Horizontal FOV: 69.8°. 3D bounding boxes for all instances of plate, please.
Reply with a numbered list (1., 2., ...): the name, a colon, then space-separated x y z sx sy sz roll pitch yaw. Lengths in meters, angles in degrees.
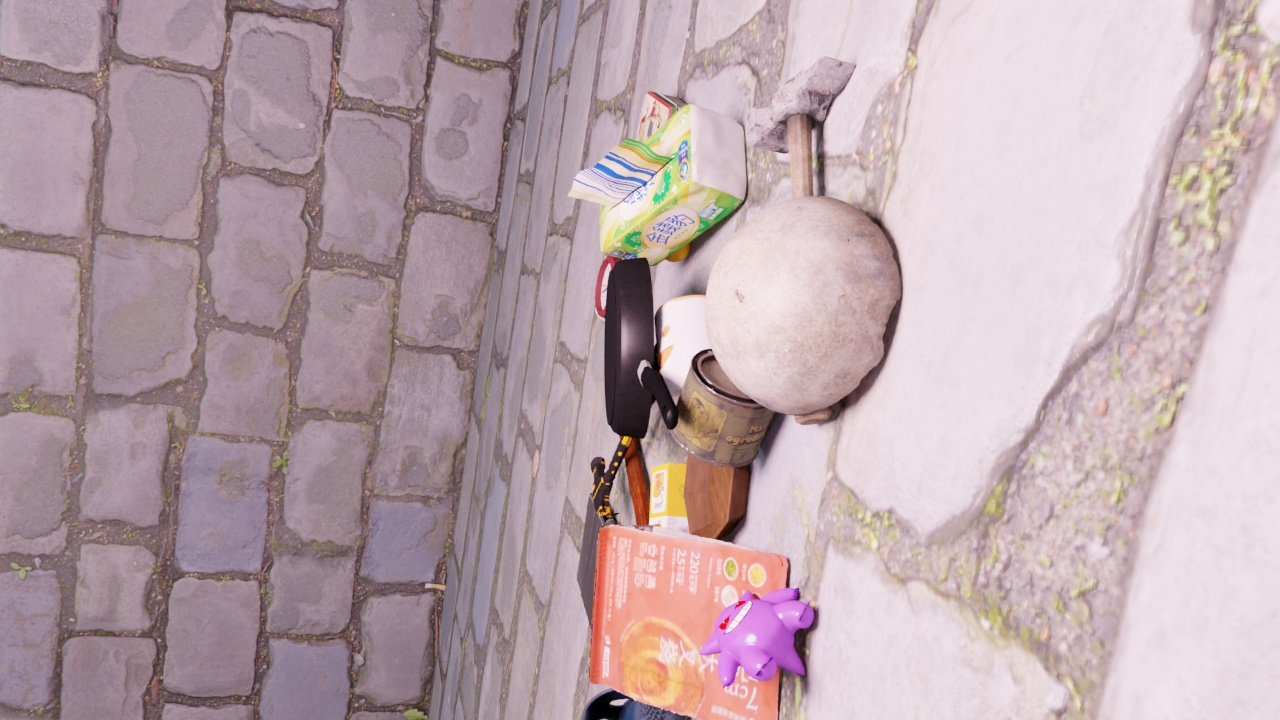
1. plate: 0.079 0.124 0.933 0.131 0.025 0.131 -174 91 -73

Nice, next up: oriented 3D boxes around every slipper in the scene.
1. slipper: -0.021 0.423 1.050 0.264 0.082 0.101 117 151 -47

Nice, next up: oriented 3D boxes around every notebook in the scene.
1. notebook: -0.053 0.303 1.287 0.209 0.029 0.170 -125 42 -60

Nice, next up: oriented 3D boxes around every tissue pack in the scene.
1. tissue pack: 0.006 -0.200 1.031 0.198 0.141 0.120 -37 48 47

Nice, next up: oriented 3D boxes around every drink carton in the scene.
1. drink carton: 0.038 0.179 1.019 0.059 0.040 0.122 147 128 -68

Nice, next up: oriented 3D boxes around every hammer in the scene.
1. hammer: 0.143 -0.103 0.794 0.122 0.049 0.318 150 124 -62
2. hammer: -0.003 0.160 1.170 0.300 0.028 0.111 -103 33 -53
3. hammer: 0.001 0.062 1.140 0.123 0.036 0.321 -104 33 -53

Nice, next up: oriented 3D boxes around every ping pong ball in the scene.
1. ping pong ball: 0.041 -0.141 1.132 0.040 0.040 0.040 -174 91 -73

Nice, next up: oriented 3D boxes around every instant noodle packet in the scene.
1. instant noodle packet: 0.049 0.249 0.869 0.221 0.083 0.164 -2 82 52

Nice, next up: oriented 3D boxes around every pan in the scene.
1. pan: -0.006 0.005 0.960 0.355 0.044 0.204 -111 22 -74

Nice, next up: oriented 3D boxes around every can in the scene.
1. can: 0.080 0.042 0.856 0.089 0.089 0.075 -108 30 -54

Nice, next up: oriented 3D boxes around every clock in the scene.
1. clock: -0.035 -0.105 1.351 0.138 0.048 0.096 180 97 -72

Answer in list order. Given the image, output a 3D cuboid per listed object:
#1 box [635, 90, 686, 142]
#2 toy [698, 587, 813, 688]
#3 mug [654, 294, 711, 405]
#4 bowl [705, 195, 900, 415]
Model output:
1. box: 0.020 -0.249 1.233 0.117 0.050 0.206 -113 33 -60
2. toy: 0.097 0.230 0.763 0.088 0.056 0.105 11 50 50
3. mug: 0.058 -0.003 0.956 0.082 0.082 0.105 125 147 -57
4. bowl: 0.106 -0.049 0.727 0.179 0.081 0.178 -15 70 50
